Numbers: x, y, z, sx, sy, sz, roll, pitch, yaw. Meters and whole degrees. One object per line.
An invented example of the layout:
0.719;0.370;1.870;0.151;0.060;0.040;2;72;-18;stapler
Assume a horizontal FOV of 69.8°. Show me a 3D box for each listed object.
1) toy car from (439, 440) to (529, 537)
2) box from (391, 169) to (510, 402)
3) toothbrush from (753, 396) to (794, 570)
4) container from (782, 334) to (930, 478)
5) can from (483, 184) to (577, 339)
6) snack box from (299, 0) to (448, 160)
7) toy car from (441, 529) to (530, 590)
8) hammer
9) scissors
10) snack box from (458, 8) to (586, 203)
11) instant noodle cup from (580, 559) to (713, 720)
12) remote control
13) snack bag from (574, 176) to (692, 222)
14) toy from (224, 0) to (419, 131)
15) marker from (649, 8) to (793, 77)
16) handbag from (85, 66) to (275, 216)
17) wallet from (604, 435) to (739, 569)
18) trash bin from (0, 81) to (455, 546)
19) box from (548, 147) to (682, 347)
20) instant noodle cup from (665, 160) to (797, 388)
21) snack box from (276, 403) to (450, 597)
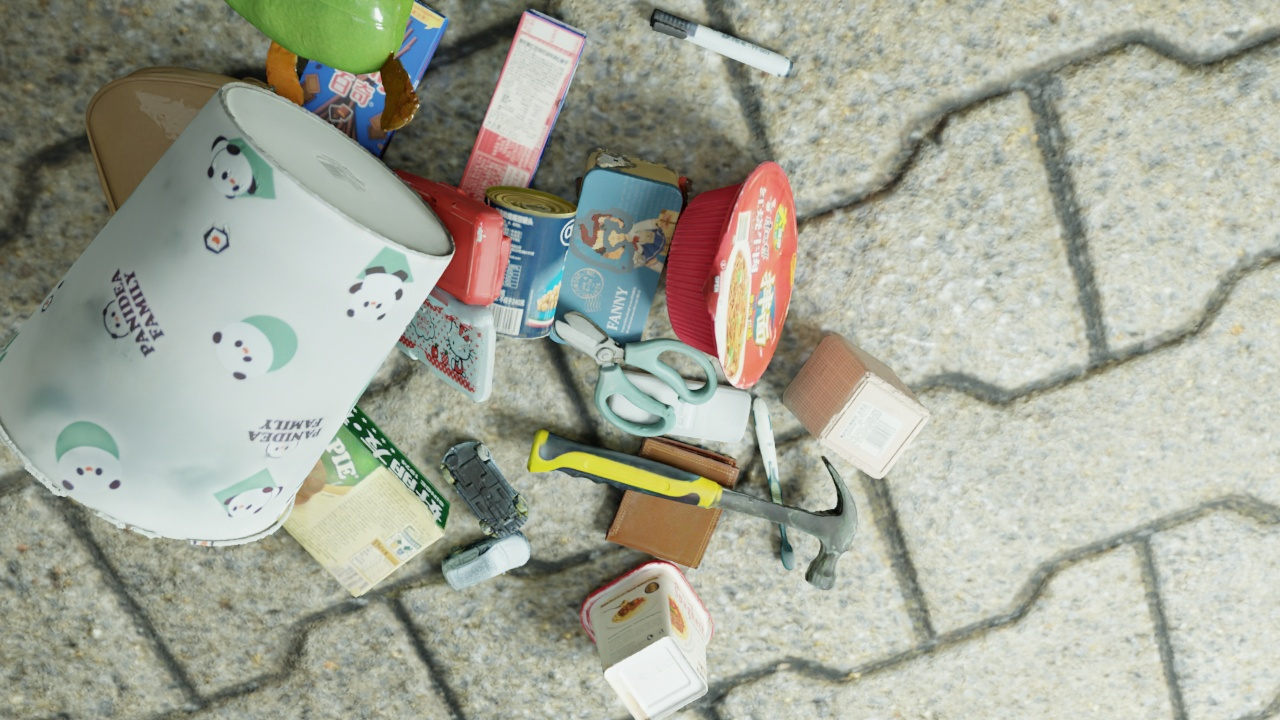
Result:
-0.151;0.123;0.893;0.049;0.031;0.105;-33;102;2;toy car
-0.175;-0.067;0.758;0.037;0.201;0.158;-3;111;-40;box
0.134;0.125;0.925;0.016;0.018;0.192;-12;105;0;toothbrush
0.200;0.043;0.853;0.090;0.111;0.090;32;102;-13;container
-0.100;-0.080;0.756;0.075;0.075;0.111;11;112;-8;can
-0.236;-0.240;0.777;0.084;0.026;0.157;28;103;-10;snack box
-0.154;0.199;0.917;0.090;0.034;0.043;-22;104;1;toy car
0.053;0.122;0.878;0.323;0.032;0.126;16;102;-5;hammer
-0.002;-0.002;0.819;0.139;0.019;0.180;-30;125;17;scissors
-0.108;-0.190;0.787;0.058;0.057;0.208;22;105;-8;snack box
0.010;0.280;0.905;0.117;0.124;0.116;-31;107;5;instant noodle cup
0.038;0.045;0.889;0.136;0.020;0.056;8;105;-6;remote control
-0.006;-0.144;0.825;0.105;0.026;0.045;-1;113;-1;snack bag
-0.246;-0.292;0.702;0.247;0.089;0.227;32;117;11;toy
0.070;-0.273;0.794;0.130;0.018;0.022;18;61;-8;marker
-0.355;-0.139;0.760;0.148;0.099;0.205;-5;117;-3;handbag
0.030;0.140;0.914;0.101;0.032;0.125;19;104;-7;wallet
-0.280;-0.038;0.653;0.229;0.229;0.252;38;102;-14;trash bin
-0.026;-0.087;0.807;0.090;0.059;0.185;11;119;-7;box
0.076;-0.076;0.790;0.066;0.193;0.194;10;109;24;instant noodle cup
-0.299;0.099;0.859;0.114;0.063;0.240;-37;106;7;snack box
